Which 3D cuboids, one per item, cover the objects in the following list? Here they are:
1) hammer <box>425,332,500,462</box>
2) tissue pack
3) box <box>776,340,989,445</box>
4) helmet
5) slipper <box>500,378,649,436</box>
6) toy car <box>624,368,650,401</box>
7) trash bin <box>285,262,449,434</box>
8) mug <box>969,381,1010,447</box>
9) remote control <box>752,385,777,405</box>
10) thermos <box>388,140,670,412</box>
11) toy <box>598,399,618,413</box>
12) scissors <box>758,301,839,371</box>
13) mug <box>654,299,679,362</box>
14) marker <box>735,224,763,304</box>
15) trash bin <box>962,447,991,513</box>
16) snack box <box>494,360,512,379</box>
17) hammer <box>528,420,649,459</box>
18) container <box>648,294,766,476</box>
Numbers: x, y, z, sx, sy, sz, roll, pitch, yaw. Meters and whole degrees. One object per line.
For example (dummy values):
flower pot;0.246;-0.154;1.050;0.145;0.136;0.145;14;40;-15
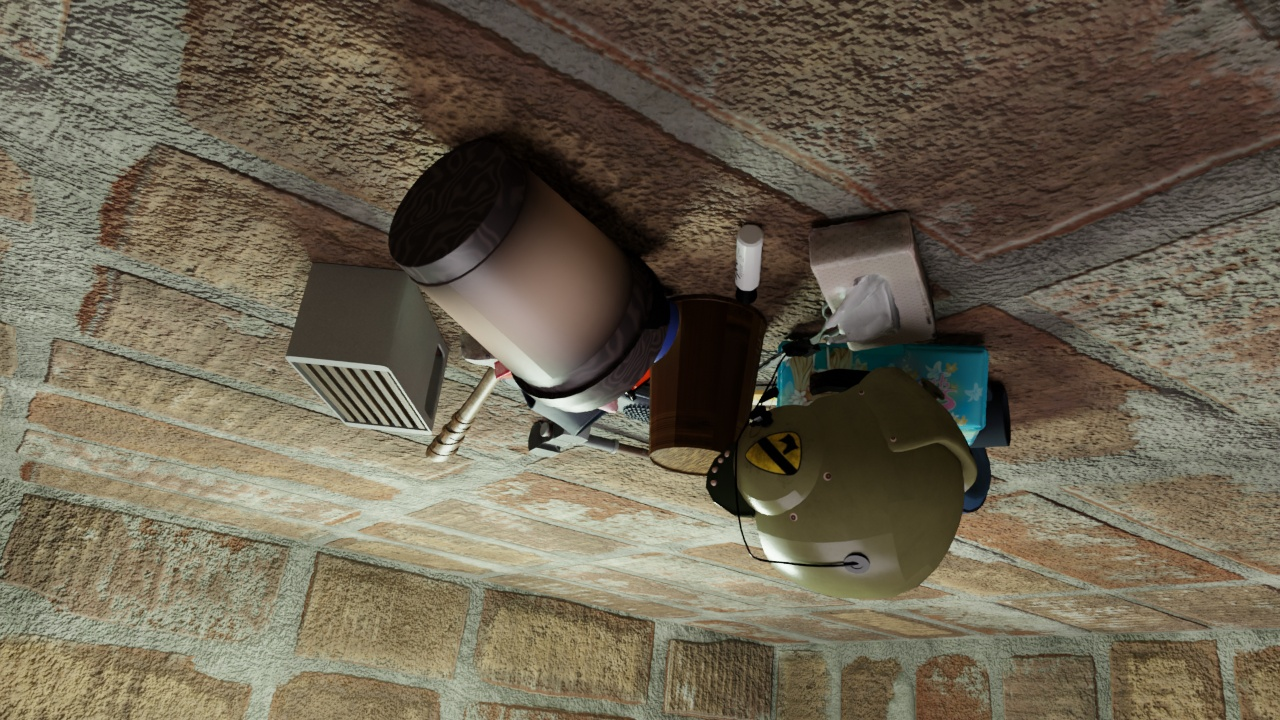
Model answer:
hammer;-0.218;0.057;1.190;0.121;0.048;0.320;4;148;-29
tissue pack;0.221;-0.060;0.872;0.104;0.071;0.181;-10;154;19
box;0.273;0.054;1.053;0.227;0.083;0.173;2;129;15
helmet;0.214;0.111;0.930;0.233;0.255;0.250;-5;153;31
slipper;-0.066;0.066;1.242;0.263;0.082;0.101;13;159;-14
toy car;-0.006;0.006;1.118;0.049;0.051;0.100;49;167;18
trash bin;-0.317;-0.007;1.100;0.114;0.114;0.229;6;157;3
mug;0.401;0.059;1.114;0.078;0.071;0.105;-6;132;28
remote control;0.186;0.045;1.198;0.126;0.018;0.038;-1;156;24
thermos;-0.100;-0.075;0.828;0.173;0.172;0.226;-9;146;33
toy;-0.057;0.028;1.135;0.096;0.052;0.099;44;164;41
scissors;0.198;-0.021;1.005;0.090;0.014;0.172;18;138;-14
mug;-0.021;-0.047;0.990;0.076;0.075;0.112;23;179;-33
marker;0.105;-0.090;0.896;0.025;0.025;0.126;4;157;6
trash bin;0.351;0.167;1.284;0.139;0.139;0.250;22;152;-31
snack box;-0.085;0.002;1.025;0.132;0.021;0.089;0;168;-32
hammer;-0.009;0.145;1.467;0.322;0.043;0.156;16;155;-26
container;0.068;0.033;1.011;0.132;0.167;0.132;6;157;2
